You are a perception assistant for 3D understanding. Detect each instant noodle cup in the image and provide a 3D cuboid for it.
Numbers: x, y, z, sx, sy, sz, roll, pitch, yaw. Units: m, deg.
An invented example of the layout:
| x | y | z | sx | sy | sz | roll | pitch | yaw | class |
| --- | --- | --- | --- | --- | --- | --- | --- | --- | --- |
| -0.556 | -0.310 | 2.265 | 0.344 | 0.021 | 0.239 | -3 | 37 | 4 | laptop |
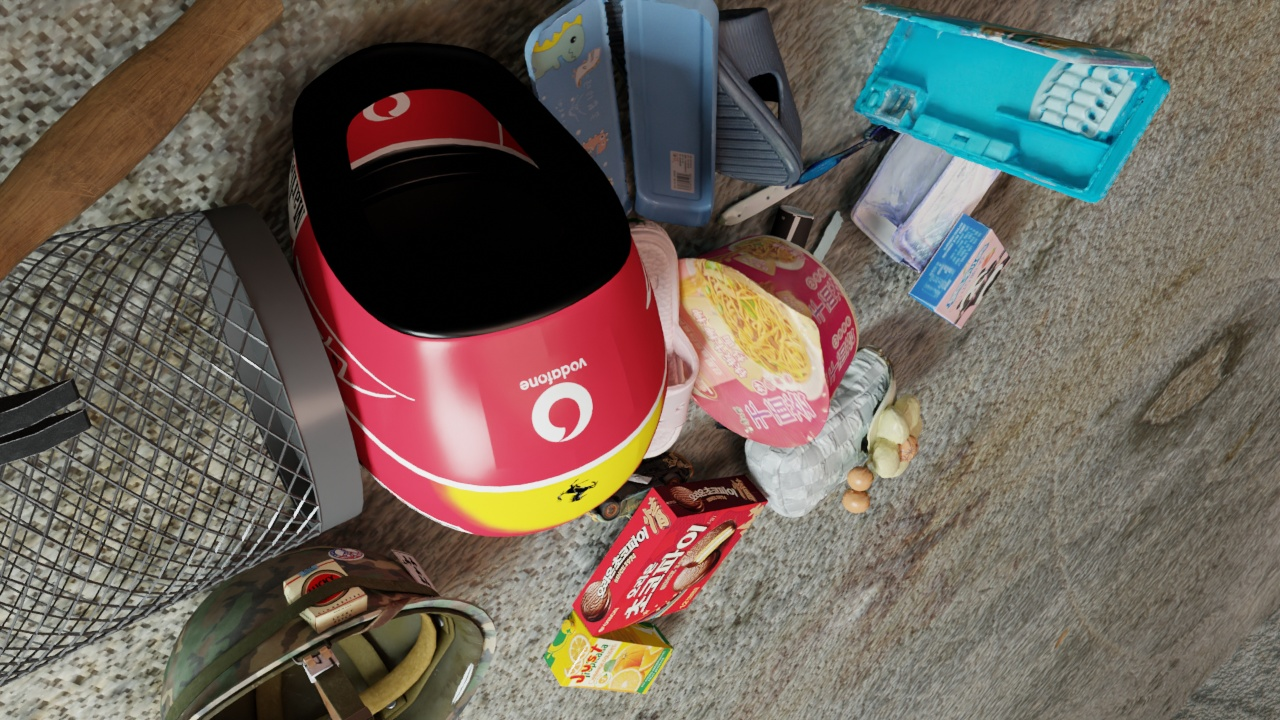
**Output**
| x | y | z | sx | sy | sz | roll | pitch | yaw | class |
| --- | --- | --- | --- | --- | --- | --- | --- | --- | --- |
| 0.095 | -0.023 | 0.731 | 0.077 | 0.179 | 0.179 | -40 | 134 | -30 | instant noodle cup |

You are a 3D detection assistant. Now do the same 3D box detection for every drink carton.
| x | y | z | sx | sy | sz | roll | pitch | yaw | class |
| --- | --- | --- | --- | --- | --- | --- | --- | --- | --- |
| -0.032 | 0.289 | 0.907 | 0.122 | 0.041 | 0.058 | 24 | 102 | -40 | drink carton |

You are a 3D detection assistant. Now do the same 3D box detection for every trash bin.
| x | y | z | sx | sy | sz | roll | pitch | yaw | class |
| --- | --- | --- | --- | --- | --- | --- | --- | --- | --- |
| -0.289 | 0.038 | 0.472 | 0.226 | 0.218 | 0.218 | -21 | 127 | -28 | trash bin |

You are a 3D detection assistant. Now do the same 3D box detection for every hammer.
| x | y | z | sx | sy | sz | roll | pitch | yaw | class |
| --- | --- | --- | --- | --- | --- | --- | --- | --- | --- |
| -0.250 | -0.085 | 0.414 | 0.132 | 0.304 | 0.040 | 25 | 144 | -5 | hammer |

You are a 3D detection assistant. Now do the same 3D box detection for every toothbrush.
| x | y | z | sx | sy | sz | roll | pitch | yaw | class |
| --- | --- | --- | --- | --- | --- | --- | --- | --- | --- |
| 0.142 | -0.159 | 0.773 | 0.188 | 0.017 | 0.016 | -30 | 119 | -14 | toothbrush |

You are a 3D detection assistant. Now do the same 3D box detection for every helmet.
| x | y | z | sx | sy | sz | roll | pitch | yaw | class |
| --- | --- | --- | --- | --- | --- | --- | --- | --- | --- |
| -0.203 | 0.231 | 0.621 | 0.224 | 0.236 | 0.193 | -12 | 128 | -16 | helmet |
| -0.099 | -0.021 | 0.556 | 0.197 | 0.271 | 0.225 | -22 | 148 | -20 | helmet |

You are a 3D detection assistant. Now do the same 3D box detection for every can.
| x | y | z | sx | sy | sz | roll | pitch | yaw | class |
| --- | --- | --- | --- | --- | --- | --- | --- | --- | --- |
| 0.122 | -0.090 | 0.788 | 0.031 | 0.031 | 0.081 | 0 | 116 | -34 | can |

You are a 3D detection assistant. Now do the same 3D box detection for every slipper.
| x | y | z | sx | sy | sz | roll | pitch | yaw | class |
| --- | --- | --- | --- | --- | --- | --- | --- | --- | --- |
| -0.004 | 0.004 | 0.712 | 0.094 | 0.064 | 0.240 | -12 | 133 | -10 | slipper |
| 0.037 | -0.217 | 0.619 | 0.263 | 0.101 | 0.082 | 40 | 67 | -46 | slipper |

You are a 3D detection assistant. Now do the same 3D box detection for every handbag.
| x | y | z | sx | sy | sz | roll | pitch | yaw | class |
| --- | --- | --- | --- | --- | --- | --- | --- | --- | --- |
| 0.189 | 0.083 | 0.877 | 0.171 | 0.123 | 0.113 | -35 | 137 | -19 | handbag |
| 0.267 | -0.164 | 0.824 | 0.126 | 0.069 | 0.159 | 19 | 106 | -55 | handbag |

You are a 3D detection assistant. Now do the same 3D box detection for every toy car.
| x | y | z | sx | sy | sz | roll | pitch | yaw | class |
| --- | --- | --- | --- | --- | --- | --- | --- | --- | --- |
| -0.005 | 0.121 | 0.818 | 0.111 | 0.047 | 0.047 | -19 | 121 | -24 | toy car |

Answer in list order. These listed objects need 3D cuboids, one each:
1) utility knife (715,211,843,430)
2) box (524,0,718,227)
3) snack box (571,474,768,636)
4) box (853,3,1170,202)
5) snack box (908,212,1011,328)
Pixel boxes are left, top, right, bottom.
| x | y | z | sx | sy | sz | roll | pitch | yaw | class |
| --- | --- | --- | --- | --- | --- | --- | --- | --- | --- |
| 0.128 | -0.033 | 0.842 | 0.030 | 0.019 | 0.228 | 12 | 107 | -48 | utility knife |
| -0.008 | -0.154 | 0.606 | 0.122 | 0.047 | 0.210 | -12 | 151 | -2 | box |
| 0.028 | 0.177 | 0.843 | 0.132 | 0.036 | 0.152 | 1 | 129 | -48 | snack box |
| 0.236 | -0.208 | 0.663 | 0.117 | 0.227 | 0.097 | 17 | 106 | -41 | box |
| 0.309 | -0.081 | 0.882 | 0.088 | 0.033 | 0.154 | -58 | 154 | 11 | snack box |
